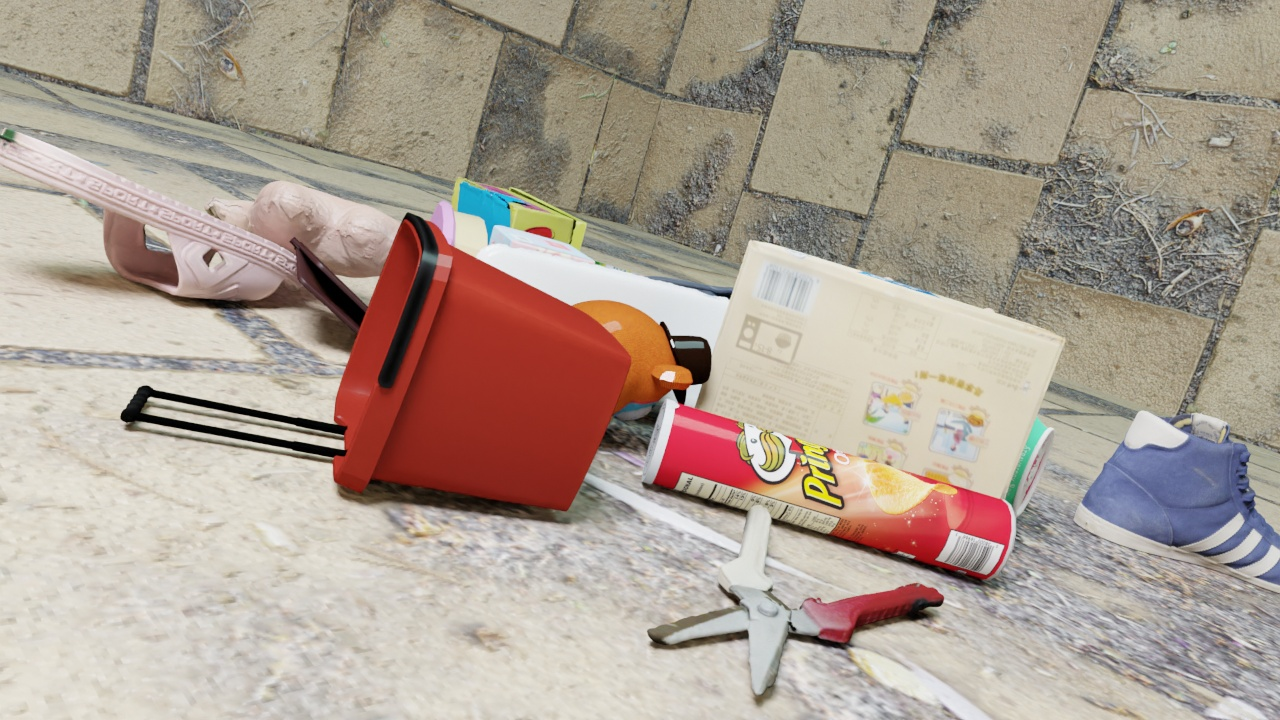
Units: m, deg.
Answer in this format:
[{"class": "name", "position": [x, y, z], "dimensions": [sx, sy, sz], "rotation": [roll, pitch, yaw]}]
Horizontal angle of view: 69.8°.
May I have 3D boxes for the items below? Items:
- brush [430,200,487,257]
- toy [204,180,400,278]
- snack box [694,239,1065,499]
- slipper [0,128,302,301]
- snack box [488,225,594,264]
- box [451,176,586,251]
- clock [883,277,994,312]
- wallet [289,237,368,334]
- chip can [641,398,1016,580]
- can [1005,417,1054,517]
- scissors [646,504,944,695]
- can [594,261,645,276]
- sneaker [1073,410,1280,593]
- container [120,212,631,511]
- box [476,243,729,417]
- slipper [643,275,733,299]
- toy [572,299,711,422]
[{"class": "brush", "position": [-0.171, -0.074, 0.832], "dimensions": [0.043, 0.089, 0.228], "rotation": [18, 22, -22]}, {"class": "toy", "position": [-0.282, -0.102, 0.802], "dimensions": [0.196, 0.065, 0.265], "rotation": [30, -13, -23]}, {"class": "snack box", "position": [0.151, 0.022, 0.616], "dimensions": [0.207, 0.153, 0.055], "rotation": [20, 11, 14]}, {"class": "slipper", "position": [-0.329, -0.080, 0.636], "dimensions": [0.094, 0.064, 0.239], "rotation": [20, -6, 25]}, {"class": "snack box", "position": [-0.099, -0.062, 0.824], "dimensions": [0.079, 0.095, 0.093], "rotation": [13, 11, -21]}, {"class": "box", "position": [-0.142, -0.116, 0.972], "dimensions": [0.082, 0.124, 0.221], "rotation": [8, 12, -30]}, {"class": "clock", "position": [0.235, 0.010, 0.845], "dimensions": [0.131, 0.161, 0.086], "rotation": [13, 42, -23]}, {"class": "wallet", "position": [-0.213, -0.045, 0.660], "dimensions": [0.091, 0.018, 0.116], "rotation": [48, -8, -28]}, {"class": "chip can", "position": [0.111, 0.078, 0.548], "dimensions": [0.214, 0.052, 0.051], "rotation": [17, 11, -2]}, {"class": "can", "position": [0.235, 0.058, 0.741], "dimensions": [0.166, 0.088, 0.088], "rotation": [23, 12, 31]}, {"class": "scissors", "position": [0.072, 0.108, 0.435], "dimensions": [0.196, 0.015, 0.179], "rotation": [12, 13, -22]}, {"class": "can", "position": [-0.017, -0.071, 1.076], "dimensions": [0.121, 0.067, 0.067], "rotation": [17, 11, -3]}, {"class": "sneaker", "position": [0.497, 0.114, 0.773], "dimensions": [0.233, 0.118, 0.091], "rotation": [17, 11, -1]}, {"class": "container", "position": [-0.123, -0.006, 0.449], "dimensions": [0.200, 0.127, 0.148], "rotation": [20, 9, -22]}, {"class": "box", "position": [-0.035, -0.024, 0.701], "dimensions": [0.211, 0.106, 0.130], "rotation": [13, 8, -19]}, {"class": "slipper", "position": [0.106, -0.030, 1.006], "dimensions": [0.263, 0.101, 0.082], "rotation": [9, 19, -9]}, {"class": "toy", "position": [-0.042, 0.001, 0.598], "dimensions": [0.176, 0.096, 0.112], "rotation": [-12, 14, -3]}]
